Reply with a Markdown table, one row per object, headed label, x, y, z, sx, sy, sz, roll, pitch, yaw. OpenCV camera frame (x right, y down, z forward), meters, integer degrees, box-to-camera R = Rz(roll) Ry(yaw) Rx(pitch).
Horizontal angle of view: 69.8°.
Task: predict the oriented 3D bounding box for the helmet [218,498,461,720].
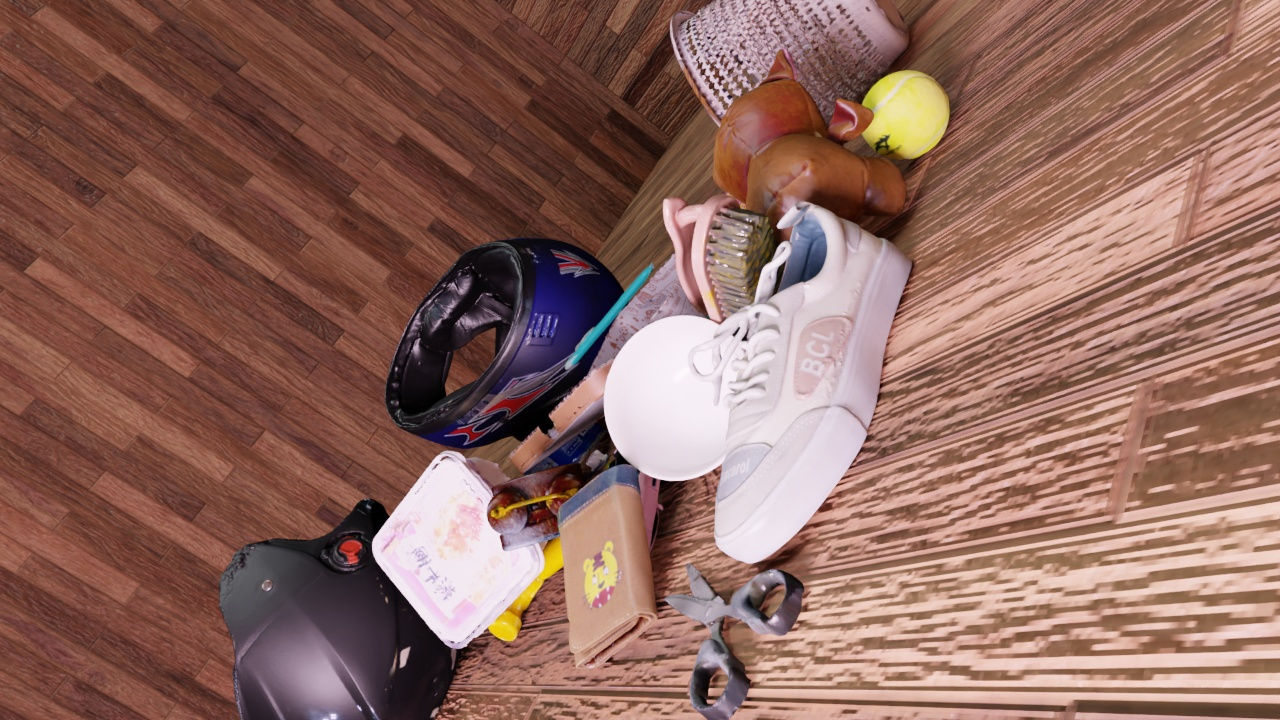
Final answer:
| label | x | y | z | sx | sy | sz | roll | pitch | yaw |
| --- | --- | --- | --- | --- | --- | --- | --- | --- | --- |
| helmet | -0.299 | 0.287 | 0.969 | 0.234 | 0.230 | 0.273 | 97 | -163 | -52 |

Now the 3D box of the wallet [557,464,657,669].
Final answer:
| label | x | y | z | sx | sy | sz | roll | pitch | yaw |
| --- | --- | --- | --- | --- | --- | --- | --- | --- | --- |
| wallet | -0.025 | 0.141 | 0.632 | 0.090 | 0.033 | 0.115 | -46 | 39 | 36 |

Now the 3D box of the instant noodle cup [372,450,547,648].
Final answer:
| label | x | y | z | sx | sy | sz | roll | pitch | yaw |
| --- | --- | --- | --- | --- | --- | --- | --- | --- | --- |
| instant noodle cup | -0.158 | 0.169 | 0.849 | 0.174 | 0.138 | 0.060 | -49 | -11 | 34 |

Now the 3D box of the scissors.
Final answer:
| label | x | y | z | sx | sy | sz | roll | pitch | yaw |
| --- | --- | --- | --- | --- | --- | --- | --- | --- | --- |
| scissors | 0.045 | 0.135 | 0.502 | 0.157 | 0.014 | 0.168 | -50 | 8 | 32 |

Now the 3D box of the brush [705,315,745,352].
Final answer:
| label | x | y | z | sx | sy | sz | roll | pitch | yaw |
| --- | --- | --- | --- | --- | --- | --- | --- | --- | --- |
| brush | 0.056 | 0.002 | 0.763 | 0.144 | 0.055 | 0.073 | -50 | 5 | 28 |

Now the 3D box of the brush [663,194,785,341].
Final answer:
| label | x | y | z | sx | sy | sz | roll | pitch | yaw |
| --- | --- | --- | --- | --- | --- | --- | --- | --- | --- |
| brush | 0.058 | -0.064 | 0.638 | 0.063 | 0.073 | 0.146 | -62 | -27 | -16 |

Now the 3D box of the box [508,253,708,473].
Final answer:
| label | x | y | z | sx | sy | sz | roll | pitch | yaw |
| --- | --- | --- | --- | --- | --- | --- | --- | --- | --- |
| box | -0.006 | 0.006 | 0.895 | 0.179 | 0.105 | 0.259 | -45 | 13 | 44 |

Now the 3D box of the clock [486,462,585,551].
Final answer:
| label | x | y | z | sx | sy | sz | roll | pitch | yaw |
| --- | --- | --- | --- | --- | --- | --- | --- | --- | --- |
| clock | -0.078 | 0.116 | 0.728 | 0.082 | 0.055 | 0.122 | -16 | -9 | -1 |

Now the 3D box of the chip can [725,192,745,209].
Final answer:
| label | x | y | z | sx | sy | sz | roll | pitch | yaw |
| --- | --- | --- | --- | --- | --- | --- | --- | --- | --- |
| chip can | 0.125 | -0.146 | 0.897 | 0.071 | 0.071 | 0.210 | -52 | 9 | 13 |

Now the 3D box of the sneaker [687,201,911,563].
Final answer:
| label | x | y | z | sx | sy | sz | roll | pitch | yaw |
| --- | --- | --- | --- | --- | --- | --- | --- | --- | --- |
| sneaker | 0.084 | -0.002 | 0.538 | 0.090 | 0.090 | 0.241 | -42 | 16 | 56 |

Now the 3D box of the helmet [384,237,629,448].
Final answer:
| label | x | y | z | sx | sy | sz | roll | pitch | yaw |
| --- | --- | --- | --- | --- | --- | --- | --- | --- | --- |
| helmet | -0.147 | -0.005 | 1.187 | 0.316 | 0.240 | 0.247 | -43 | 49 | 23 |

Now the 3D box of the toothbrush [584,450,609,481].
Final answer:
| label | x | y | z | sx | sy | sz | roll | pitch | yaw |
| --- | --- | --- | --- | --- | --- | --- | --- | --- | --- |
| toothbrush | -0.090 | 0.159 | 1.042 | 0.182 | 0.018 | 0.015 | -50 | 14 | 32 |

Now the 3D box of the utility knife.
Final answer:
| label | x | y | z | sx | sy | sz | roll | pitch | yaw |
| --- | --- | --- | --- | --- | --- | --- | --- | --- | --- |
| utility knife | -0.035 | -0.045 | 0.957 | 0.151 | 0.013 | 0.029 | -49 | 5 | 15 |

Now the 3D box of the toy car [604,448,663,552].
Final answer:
| label | x | y | z | sx | sy | sz | roll | pitch | yaw |
| --- | --- | --- | --- | --- | --- | --- | --- | --- | --- |
| toy car | -0.007 | 0.113 | 0.699 | 0.056 | 0.037 | 0.122 | -29 | 40 | 48 |

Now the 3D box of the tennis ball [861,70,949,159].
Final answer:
| label | x | y | z | sx | sy | sz | roll | pitch | yaw |
| --- | --- | --- | --- | --- | --- | --- | --- | --- | --- |
| tennis ball | 0.199 | -0.184 | 0.691 | 0.065 | 0.065 | 0.065 | -52 | 10 | 13 |

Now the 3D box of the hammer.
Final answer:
| label | x | y | z | sx | sy | sz | roll | pitch | yaw |
| --- | --- | --- | --- | --- | --- | --- | --- | --- | --- |
| hammer | -0.042 | 0.143 | 0.819 | 0.302 | 0.033 | 0.128 | -46 | 14 | 40 |

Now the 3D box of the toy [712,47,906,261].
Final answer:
| label | x | y | z | sx | sy | sz | roll | pitch | yaw |
| --- | --- | --- | --- | --- | --- | --- | --- | --- | --- |
| toy | 0.121 | -0.149 | 0.715 | 0.140 | 0.130 | 0.199 | -54 | 40 | 24 |

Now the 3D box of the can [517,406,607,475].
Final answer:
| label | x | y | z | sx | sy | sz | roll | pitch | yaw |
| --- | --- | --- | --- | --- | --- | --- | --- | --- | --- |
| can | -0.085 | 0.101 | 1.032 | 0.075 | 0.049 | 0.148 | -52 | -2 | 18 |

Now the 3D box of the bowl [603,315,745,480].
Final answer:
| label | x | y | z | sx | sy | sz | roll | pitch | yaw |
| --- | --- | --- | --- | --- | --- | --- | --- | --- | --- |
| bowl | 0.040 | 0.031 | 0.674 | 0.118 | 0.118 | 0.064 | -53 | -29 | 9 |

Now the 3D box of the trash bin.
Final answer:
| label | x | y | z | sx | sy | sz | roll | pitch | yaw |
| --- | --- | --- | --- | --- | --- | --- | --- | --- | --- |
| trash bin | 0.175 | -0.350 | 1.013 | 0.193 | 0.227 | 0.226 | -33 | 19 | 31 |
